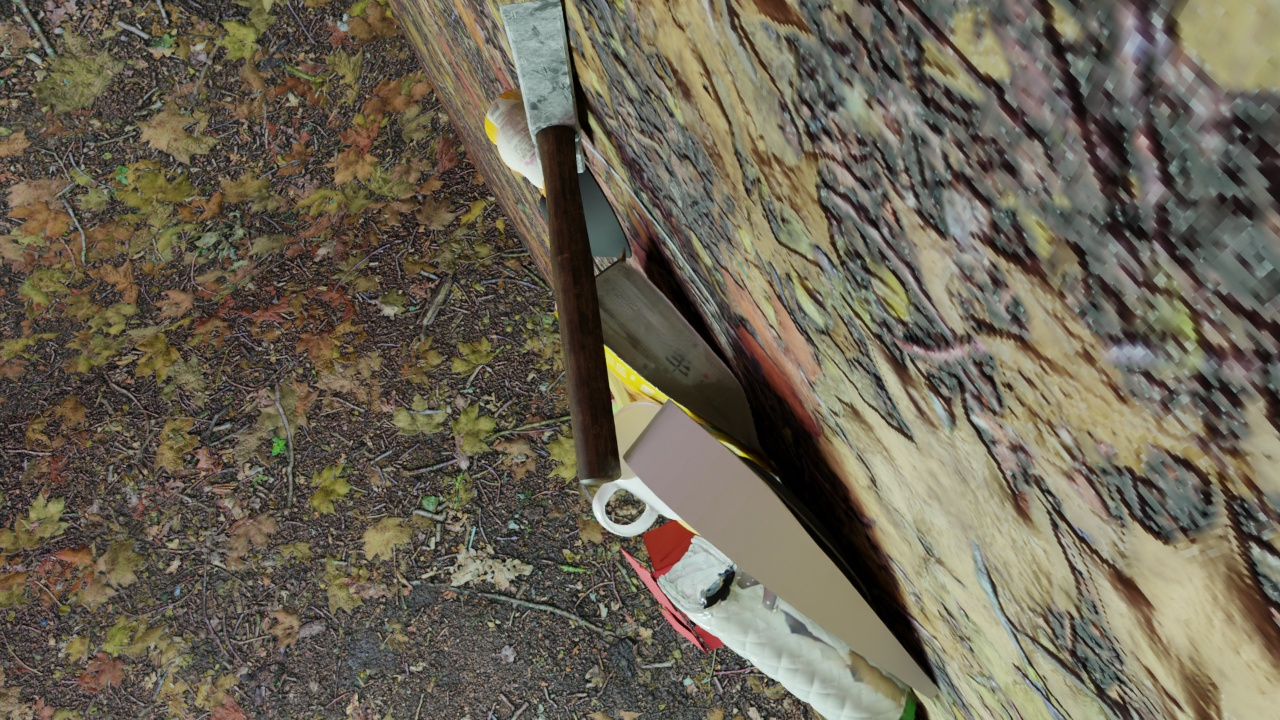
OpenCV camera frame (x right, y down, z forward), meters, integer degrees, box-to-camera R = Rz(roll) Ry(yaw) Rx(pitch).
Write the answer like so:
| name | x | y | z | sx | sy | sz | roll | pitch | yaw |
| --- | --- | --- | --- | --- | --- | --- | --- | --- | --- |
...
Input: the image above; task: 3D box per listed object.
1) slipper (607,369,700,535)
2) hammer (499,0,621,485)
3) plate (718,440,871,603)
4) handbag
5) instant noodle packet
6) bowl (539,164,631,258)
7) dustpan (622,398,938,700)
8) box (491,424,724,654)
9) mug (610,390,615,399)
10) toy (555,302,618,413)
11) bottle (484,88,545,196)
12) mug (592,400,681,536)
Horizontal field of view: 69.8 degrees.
| name | x | y | z | sx | sy | sz | roll | pitch | yaw |
| --- | --- | --- | --- | --- | --- | --- | --- | --- | --- |
| slipper | 0.025 | 0.065 | 0.915 | 0.263 | 0.099 | 0.079 | 63 | 154 | 16 |
| hammer | -0.048 | -0.065 | 0.630 | 0.218 | 0.037 | 0.300 | 92 | 170 | -82 |
| plate | 0.118 | 0.122 | 0.728 | 0.178 | 0.012 | 0.178 | 46 | 173 | 7 |
| handbag | 0.114 | 0.214 | 0.727 | 0.195 | 0.072 | 0.139 | 39 | 172 | -15 |
| instant noodle packet | 0.035 | 0.016 | 0.797 | 0.221 | 0.084 | 0.163 | 45 | 174 | 2 |
| bowl | -0.063 | -0.141 | 0.894 | 0.124 | 0.052 | 0.124 | 59 | 175 | 7 |
| dustpan | 0.101 | 0.125 | 0.682 | 0.257 | 0.053 | 0.191 | 38 | -179 | -28 |
| box | 0.008 | 0.198 | 1.078 | 0.375 | 0.148 | 0.213 | 22 | 154 | 38 |
| mug | -0.006 | 0.006 | 1.003 | 0.105 | 0.073 | 0.083 | 26 | 154 | -23 |
| toy | -0.041 | 0.006 | 1.260 | 0.236 | 0.097 | 0.191 | 59 | -164 | -3 |
| bottle | -0.096 | -0.195 | 0.833 | 0.108 | 0.063 | 0.063 | 58 | 176 | 25 |
| mug | 0.006 | 0.101 | 0.788 | 0.074 | 0.110 | 0.090 | 33 | 174 | 46 |
